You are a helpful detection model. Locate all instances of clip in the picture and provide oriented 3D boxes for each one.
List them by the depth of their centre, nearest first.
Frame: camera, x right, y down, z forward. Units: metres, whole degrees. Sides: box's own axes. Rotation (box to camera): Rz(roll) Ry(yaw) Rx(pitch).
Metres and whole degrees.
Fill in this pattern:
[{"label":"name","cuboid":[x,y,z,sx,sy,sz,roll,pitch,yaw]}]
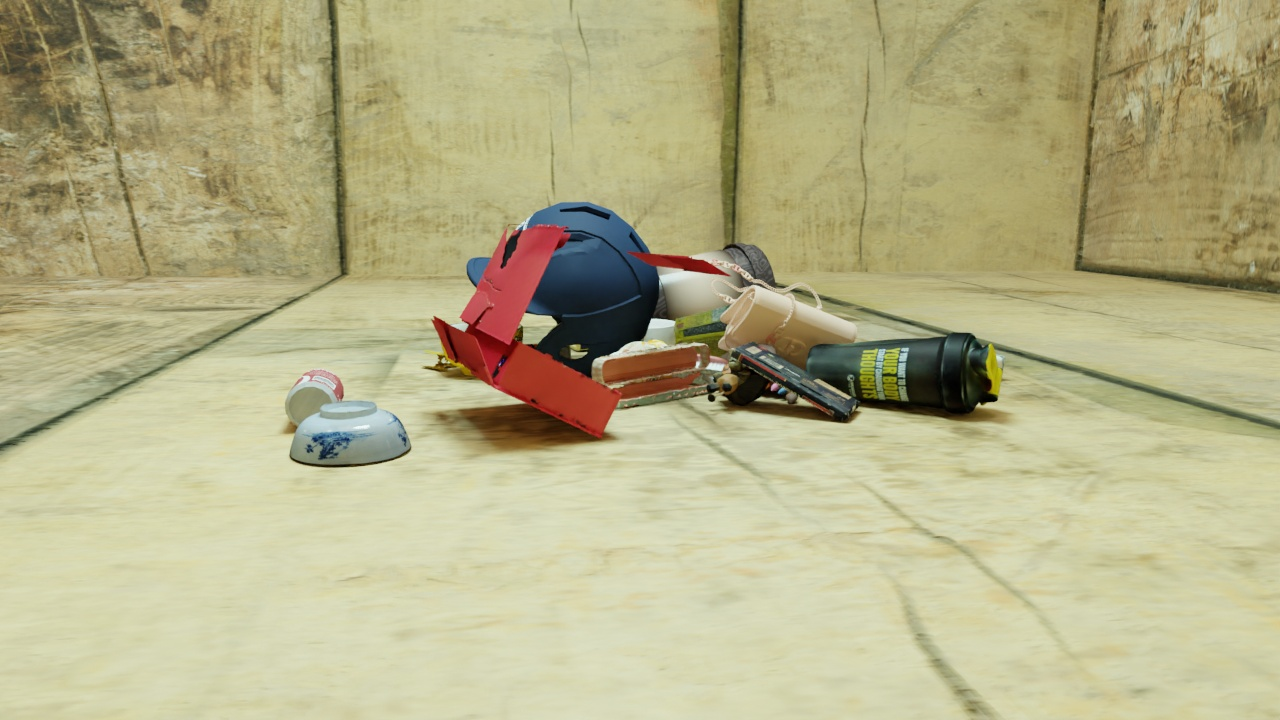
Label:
[{"label":"clip","cuboid":[-0.290,-0.003,1.343,0.054,0.045,0.048,7,37,41]}]

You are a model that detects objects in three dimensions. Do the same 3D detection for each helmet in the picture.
[{"label":"helmet","cuboid":[-0.108,-0.116,1.293,0.272,0.223,0.232,9,20,-3]}]

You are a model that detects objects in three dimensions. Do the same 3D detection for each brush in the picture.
[{"label":"brush","cuboid":[0.119,0.019,1.224,0.172,0.041,0.030,5,28,15]}]

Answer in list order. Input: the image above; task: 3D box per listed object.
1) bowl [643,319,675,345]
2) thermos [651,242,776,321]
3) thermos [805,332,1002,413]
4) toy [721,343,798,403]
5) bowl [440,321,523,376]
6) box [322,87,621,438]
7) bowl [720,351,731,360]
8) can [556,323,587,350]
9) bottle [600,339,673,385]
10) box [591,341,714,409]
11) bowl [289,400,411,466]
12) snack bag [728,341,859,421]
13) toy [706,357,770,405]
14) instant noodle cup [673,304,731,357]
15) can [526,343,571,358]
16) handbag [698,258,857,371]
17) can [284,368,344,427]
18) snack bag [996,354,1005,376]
[{"label":"bowl","cuboid":[0.008,-0.035,1.466,0.105,0.054,0.104,-1,11,0]},{"label":"thermos","cuboid":[0.104,-0.113,1.633,0.225,0.173,0.173,-10,13,-20]},{"label":"thermos","cuboid":[0.316,0.014,1.107,0.221,0.098,0.098,0,8,34]},{"label":"toy","cuboid":[0.149,0.030,1.156,0.090,0.071,0.103,-14,35,-9]},{"label":"bowl","cuboid":[-0.224,-0.015,1.299,0.117,0.068,0.117,0,10,0]},{"label":"box","cuboid":[-0.194,-0.081,0.957,0.107,0.410,0.212,-42,22,-12]},{"label":"bowl","cuboid":[0.154,0.006,1.297,0.119,0.032,0.119,0,10,0]},{"label":"can","cuboid":[-0.077,-0.061,1.561,0.104,0.075,0.135,-6,11,-20]},{"label":"bottle","cuboid":[-0.007,0.007,1.189,0.108,0.063,0.063,-6,12,-41]},{"label":"box","cuboid":[0.022,0.016,1.143,0.186,0.054,0.078,-10,59,-39]},{"label":"bowl","cuboid":[-0.281,0.066,0.890,0.114,0.045,0.114,0,10,0]},{"label":"snack bag","cuboid":[0.183,0.022,1.075,0.155,0.018,0.074,32,20,18]},{"label":"toy","cuboid":[0.111,0.027,1.095,0.076,0.062,0.099,-5,9,41]},{"label":"instant noodle cup","cuboid":[0.112,-0.036,1.390,0.108,0.102,0.102,-7,8,14]},{"label":"can","cuboid":[-0.152,-0.009,1.369,0.095,0.032,0.032,-3,10,-19]},{"label":"handbag","cuboid":[0.189,-0.087,1.244,0.198,0.186,0.117,19,-36,-14]},{"label":"can","cuboid":[-0.356,0.041,1.007,0.054,0.054,0.096,-2,10,-13]},{"label":"snack bag","cuboid":[0.390,0.007,1.282,0.225,0.041,0.077,0,10,-15]}]
